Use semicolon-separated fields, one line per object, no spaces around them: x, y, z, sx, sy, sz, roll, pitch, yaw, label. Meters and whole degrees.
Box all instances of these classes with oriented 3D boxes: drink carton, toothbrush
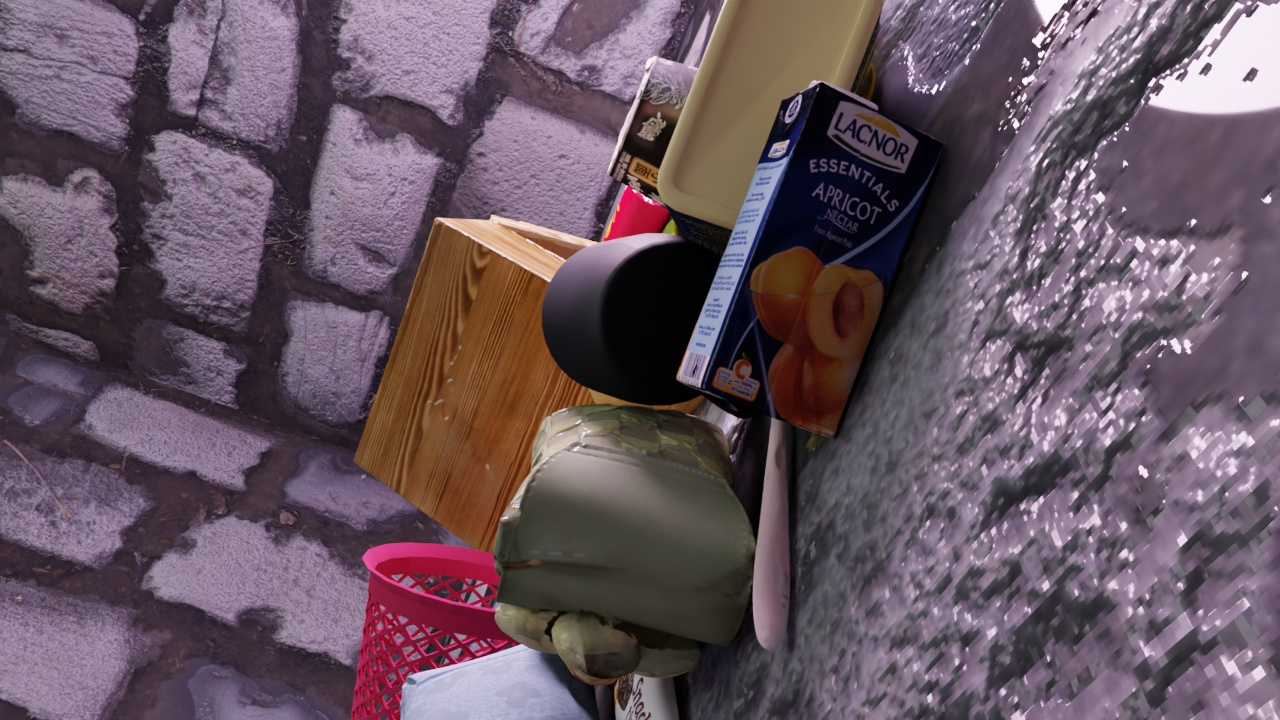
0.069;-0.040;0.376;0.130;0.064;0.040;-69;16;0;drink carton
0.061;0.044;0.396;0.018;0.015;0.180;-55;15;40;toothbrush

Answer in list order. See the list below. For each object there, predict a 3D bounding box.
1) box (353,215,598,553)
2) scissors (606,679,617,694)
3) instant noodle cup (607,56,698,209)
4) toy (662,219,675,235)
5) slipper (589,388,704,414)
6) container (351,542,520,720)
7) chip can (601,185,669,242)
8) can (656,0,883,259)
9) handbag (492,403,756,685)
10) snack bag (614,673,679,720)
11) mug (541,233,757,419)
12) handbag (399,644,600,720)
-0.110;0.008;0.996;0.314;0.282;0.280;-19;-45;-63;box
-0.018;0.173;0.570;0.140;0.019;0.128;-79;14;-49;scissors
0.040;-0.183;0.769;0.137;0.112;0.137;-161;92;-83;instant noodle cup
0.037;-0.067;0.722;0.092;0.046;0.115;157;124;-64;toy
-0.004;0.004;0.653;0.264;0.078;0.099;115;160;-48;slipper
-0.162;0.287;0.758;0.183;0.183;0.225;-172;96;-82;container
-0.021;-0.152;1.251;0.069;0.069;0.221;-77;11;-45;chip can
0.065;-0.115;0.453;0.104;0.075;0.135;25;-94;-79;can
-0.008;0.087;0.445;0.186;0.113;0.117;-91;15;-78;handbag
0.003;0.177;0.421;0.157;0.013;0.057;-100;34;-69;snack bag
0.014;-0.010;0.472;0.085;0.121;0.094;-52;17;-8;mug
-0.067;0.221;0.476;0.192;0.121;0.118;-158;53;-77;handbag
